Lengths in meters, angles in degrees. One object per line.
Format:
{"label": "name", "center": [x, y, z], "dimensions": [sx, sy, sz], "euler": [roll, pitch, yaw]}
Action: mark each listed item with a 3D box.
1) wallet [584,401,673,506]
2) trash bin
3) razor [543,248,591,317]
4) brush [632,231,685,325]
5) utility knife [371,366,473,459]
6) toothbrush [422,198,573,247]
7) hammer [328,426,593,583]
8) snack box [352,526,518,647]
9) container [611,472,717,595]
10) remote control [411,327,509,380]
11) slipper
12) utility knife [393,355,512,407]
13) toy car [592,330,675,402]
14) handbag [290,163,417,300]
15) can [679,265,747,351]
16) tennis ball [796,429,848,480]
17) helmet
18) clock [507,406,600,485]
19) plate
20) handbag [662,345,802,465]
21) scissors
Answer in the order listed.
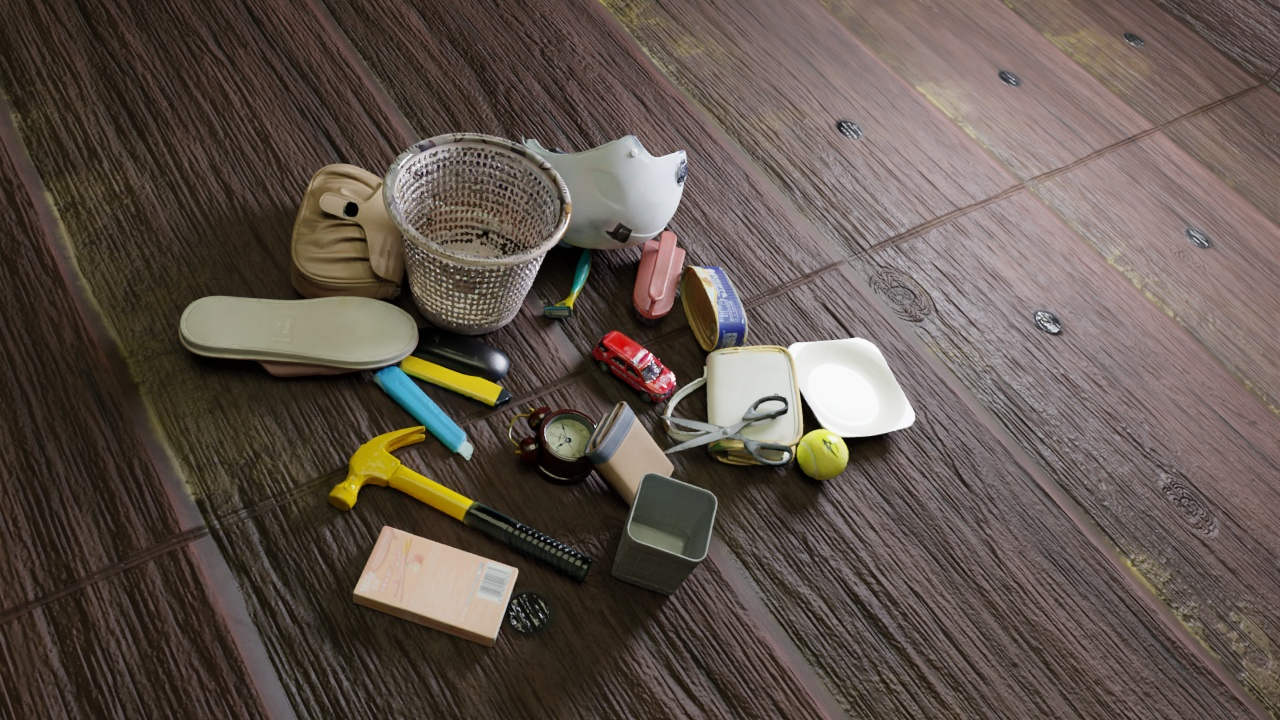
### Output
{"label": "wallet", "center": [-0.012, 0.119, 1.107], "dimensions": [0.115, 0.033, 0.090], "euler": [52, 48, -23]}
{"label": "trash bin", "center": [-0.215, -0.146, 1.179], "dimensions": [0.227, 0.193, 0.227], "euler": [8, 52, -10]}
{"label": "razor", "center": [-0.093, -0.109, 1.294], "dimensions": [0.043, 0.028, 0.132], "euler": [0, 48, 25]}
{"label": "brush", "center": [0.025, -0.118, 1.310], "dimensions": [0.063, 0.069, 0.145], "euler": [16, 51, -3]}
{"label": "utility knife", "center": [-0.262, 0.064, 1.120], "dimensions": [0.162, 0.018, 0.034], "euler": [41, 59, 13]}
{"label": "toothbrush", "center": [-0.204, -0.194, 1.328], "dimensions": [0.221, 0.027, 0.026], "euler": [14, 19, -7]}
{"label": "hammer", "center": [-0.194, 0.173, 1.048], "dimensions": [0.301, 0.033, 0.128], "euler": [26, 52, 4]}
{"label": "snack box", "center": [-0.219, 0.243, 0.990], "dimensions": [0.157, 0.026, 0.084], "euler": [19, 51, -2]}
{"label": "container", "center": [0.022, 0.201, 1.037], "dimensions": [0.090, 0.115, 0.090], "euler": [20, 51, -2]}
{"label": "remote control", "center": [-0.235, -0.012, 1.181], "dimensions": [0.136, 0.024, 0.053], "euler": [18, 52, -3]}
{"label": "slipper", "center": [-0.412, -0.029, 1.121], "dimensions": [0.274, 0.055, 0.114], "euler": [1, 53, -19]}
{"label": "utility knife", "center": [-0.253, 0.019, 1.158], "dimensions": [0.192, 0.015, 0.033], "euler": [21, 44, 2]}
{"label": "toy car", "center": [-0.007, 0.007, 1.223], "dimensions": [0.120, 0.045, 0.052], "euler": [36, 53, 9]}
{"label": "handbag", "center": [-0.378, -0.170, 1.210], "dimensions": [0.147, 0.100, 0.204], "euler": [9, 55, -14]}
{"label": "can", "center": [0.102, -0.075, 1.295], "dimensions": [0.049, 0.075, 0.148], "euler": [-3, 46, -20]}
{"label": "tennis ball", "center": [0.236, 0.122, 1.192], "dimensions": [0.065, 0.066, 0.065], "euler": [8, 52, -11]}
{"label": "helmet", "center": [-0.049, -0.230, 1.300], "dimensions": [0.229, 0.146, 0.258], "euler": [7, 6, 23]}
{"label": "clock", "center": [-0.102, 0.100, 1.114], "dimensions": [0.122, 0.055, 0.081], "euler": [19, 51, -6]}
{"label": "plate", "center": [0.287, 0.043, 1.285], "dimensions": [0.164, 0.034, 0.163], "euler": [-4, 54, -25]}
{"label": "handbag", "center": [0.119, 0.062, 1.218], "dimensions": [0.179, 0.063, 0.163], "euler": [0, 52, 2]}
{"label": "scissors", "center": [0.115, 0.089, 1.156], "dimensions": [0.179, 0.014, 0.159], "euler": [34, 64, 28]}
